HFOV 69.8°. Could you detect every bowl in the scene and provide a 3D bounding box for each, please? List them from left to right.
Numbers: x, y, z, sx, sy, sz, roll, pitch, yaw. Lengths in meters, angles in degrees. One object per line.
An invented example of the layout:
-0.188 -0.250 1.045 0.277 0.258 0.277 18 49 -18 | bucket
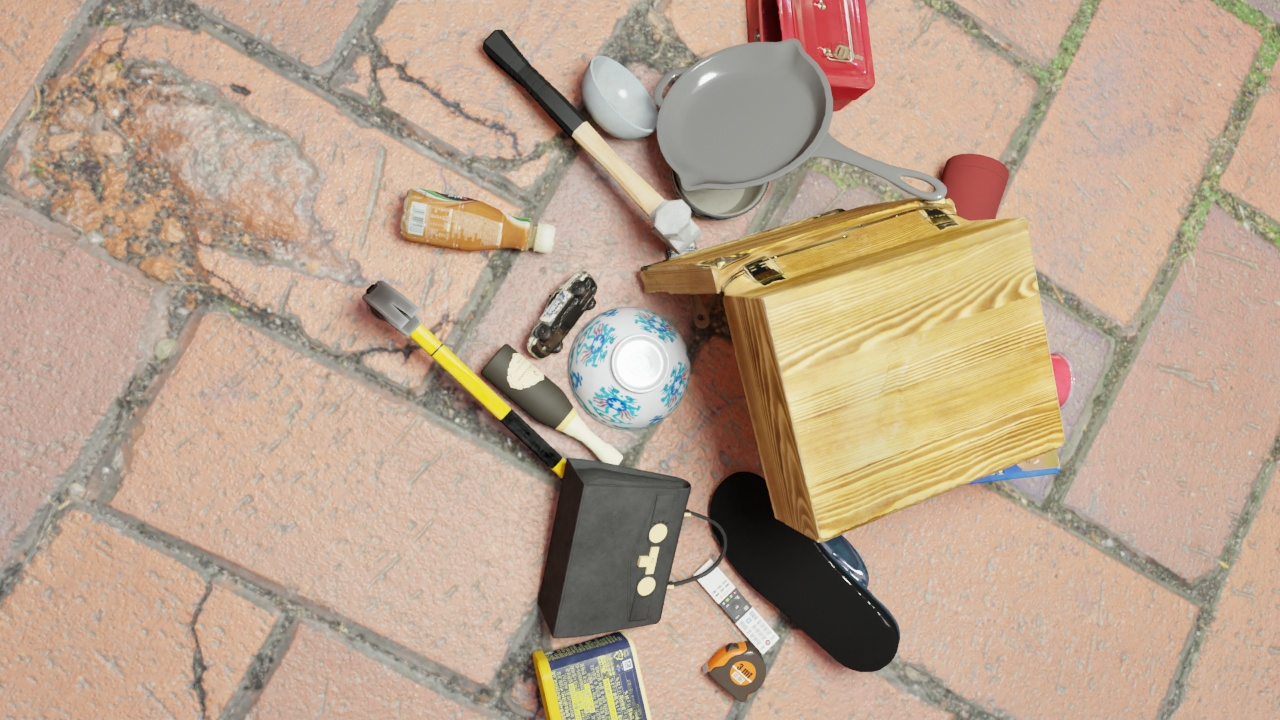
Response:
-0.029 -0.293 1.051 0.106 0.039 0.106 31 40 -31 | bowl
-0.006 0.006 1.031 0.144 0.074 0.144 1 85 -10 | bowl
0.088 -0.217 1.074 0.115 0.059 0.115 1 85 -10 | bowl

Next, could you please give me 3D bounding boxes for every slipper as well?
0.191 0.232 1.055 0.265 0.083 0.109 45 118 9 | slipper

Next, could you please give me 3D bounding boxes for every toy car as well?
-0.092 -0.052 1.037 0.040 0.048 0.112 32 79 26 | toy car

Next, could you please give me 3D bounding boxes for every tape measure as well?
0.112 0.349 1.047 0.058 0.038 0.059 41 93 -4 | tape measure

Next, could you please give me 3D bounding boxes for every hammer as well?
-0.167 0.036 0.979 0.324 0.170 0.034 46 79 -17 | hammer
-0.056 -0.246 1.026 0.039 0.131 0.328 -44 82 2 | hammer

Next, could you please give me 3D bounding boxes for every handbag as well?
0.005 0.208 1.007 0.195 0.072 0.176 7 105 -21 | handbag

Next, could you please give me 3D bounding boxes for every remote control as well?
0.110 0.285 1.062 0.028 0.012 0.124 -41 93 -11 | remote control

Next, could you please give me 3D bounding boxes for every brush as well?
0.054 -0.111 1.083 0.039 0.012 0.151 -14 87 -10 | brush

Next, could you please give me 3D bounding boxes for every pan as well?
0.162 -0.238 0.981 0.355 0.024 0.216 30 79 27 | pan

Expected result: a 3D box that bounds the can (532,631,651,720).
-0.049 0.373 0.996 0.104 0.075 0.135 -12 88 -14 | can

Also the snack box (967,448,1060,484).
0.338 0.105 1.045 0.202 0.155 0.069 -5 85 -11 | snack box

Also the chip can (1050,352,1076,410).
0.397 0.023 1.106 0.233 0.073 0.073 1 85 -9 | chip can

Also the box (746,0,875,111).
0.199 -0.384 1.099 0.129 0.098 0.157 -1 82 -15 | box

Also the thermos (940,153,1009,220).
0.393 -0.140 1.108 0.108 0.084 0.198 17 80 11 | thermos

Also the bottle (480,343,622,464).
-0.094 0.057 1.026 0.184 0.045 0.045 41 80 -5 | bottle

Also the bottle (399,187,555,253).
-0.179 -0.149 1.020 0.167 0.059 0.059 9 84 -9 | bottle

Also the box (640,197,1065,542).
0.196 -0.031 0.960 0.279 0.336 0.286 -17 103 -14 | box
